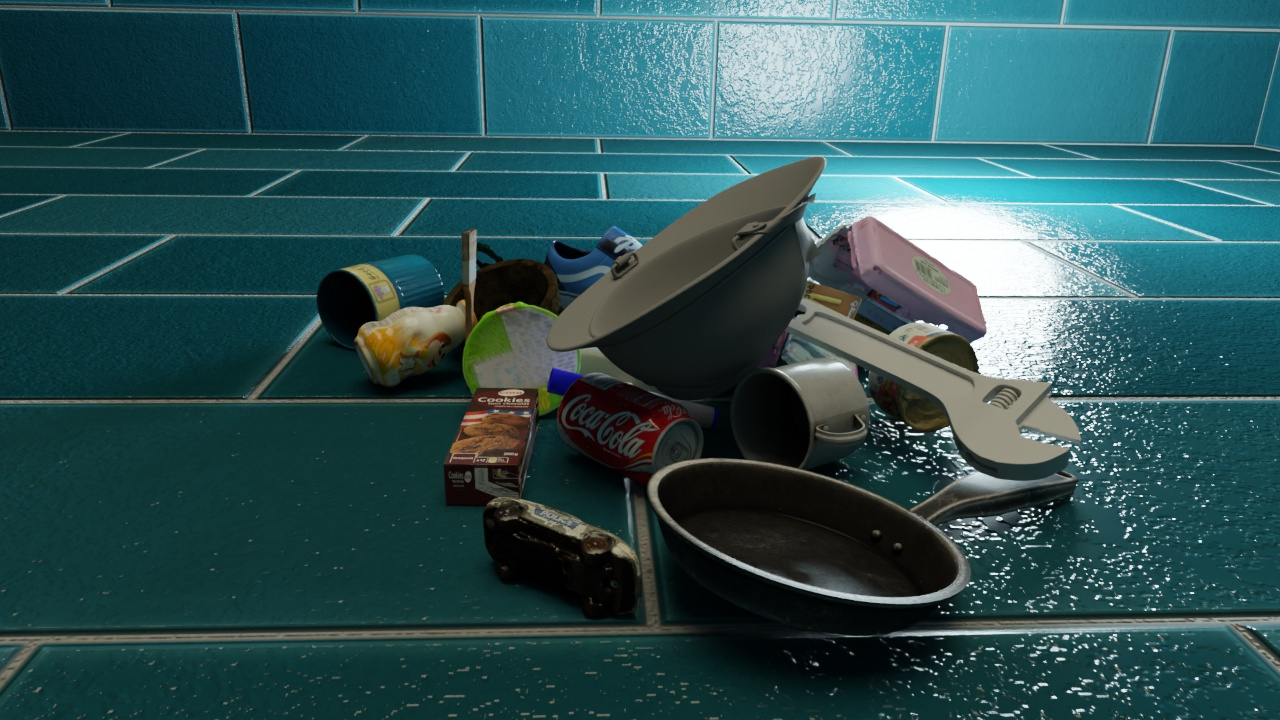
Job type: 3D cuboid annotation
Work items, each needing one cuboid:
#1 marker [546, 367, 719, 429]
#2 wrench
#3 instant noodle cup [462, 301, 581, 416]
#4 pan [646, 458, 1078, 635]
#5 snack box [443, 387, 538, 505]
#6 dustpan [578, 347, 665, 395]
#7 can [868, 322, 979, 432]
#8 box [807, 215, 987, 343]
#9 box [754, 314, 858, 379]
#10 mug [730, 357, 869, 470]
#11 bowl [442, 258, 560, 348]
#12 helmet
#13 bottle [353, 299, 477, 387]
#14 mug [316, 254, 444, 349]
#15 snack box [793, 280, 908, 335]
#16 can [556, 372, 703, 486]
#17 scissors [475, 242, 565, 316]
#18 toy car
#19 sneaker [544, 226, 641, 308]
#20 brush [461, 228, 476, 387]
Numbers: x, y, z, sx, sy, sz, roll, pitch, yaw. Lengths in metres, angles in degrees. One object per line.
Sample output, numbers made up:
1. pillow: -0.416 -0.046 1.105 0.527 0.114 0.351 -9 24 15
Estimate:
1. marker: -0.005 0.033 0.749 0.141 0.020 0.020 14 18 -11
2. wrench: 0.201 0.012 0.705 0.086 0.018 0.273 -38 43 -23
3. instant noodle cup: -0.107 -0.008 0.815 0.099 0.099 0.108 -2 12 -9
4. pan: 0.165 0.101 0.583 0.356 0.055 0.187 3 16 -34
5. snack box: -0.110 0.062 0.698 0.051 0.032 0.140 1 20 -1
6. dustpan: -0.005 0.005 0.868 0.163 0.033 0.257 7 12 13
7. can: 0.238 0.014 0.771 0.086 0.086 0.043 -7 20 -22
8. box: 0.257 -0.068 0.946 0.201 0.086 0.103 22 -35 -36
9. box: 0.131 -0.012 0.842 0.150 0.049 0.213 16 14 9
10. mug: 0.129 0.044 0.679 0.070 0.084 0.113 -11 14 -36
11. bowl: -0.135 -0.043 0.929 0.121 0.056 0.121 -10 43 9
12. helmet: 0.062 -0.044 0.706 0.270 0.118 0.184 -40 19 -28
13. bottle: -0.204 -0.020 0.845 0.108 0.063 0.063 -25 30 -22
14. mug: -0.258 -0.054 0.959 0.113 0.083 0.107 39 29 14
15. snack box: 0.189 -0.058 0.979 0.101 0.031 0.186 21 4 -40
16. can: -0.009 0.052 0.684 0.064 0.064 0.105 -17 27 -41
17. scissors: -0.142 -0.079 1.062 0.146 0.015 0.210 35 -10 -10
18. toy car: -0.045 0.112 0.540 0.113 0.048 0.040 15 28 30
19. sneaker: -0.008 -0.096 1.035 0.241 0.098 0.083 12 19 26
20. brush: -0.154 -0.045 0.824 0.008 0.143 0.045 2 12 -3
